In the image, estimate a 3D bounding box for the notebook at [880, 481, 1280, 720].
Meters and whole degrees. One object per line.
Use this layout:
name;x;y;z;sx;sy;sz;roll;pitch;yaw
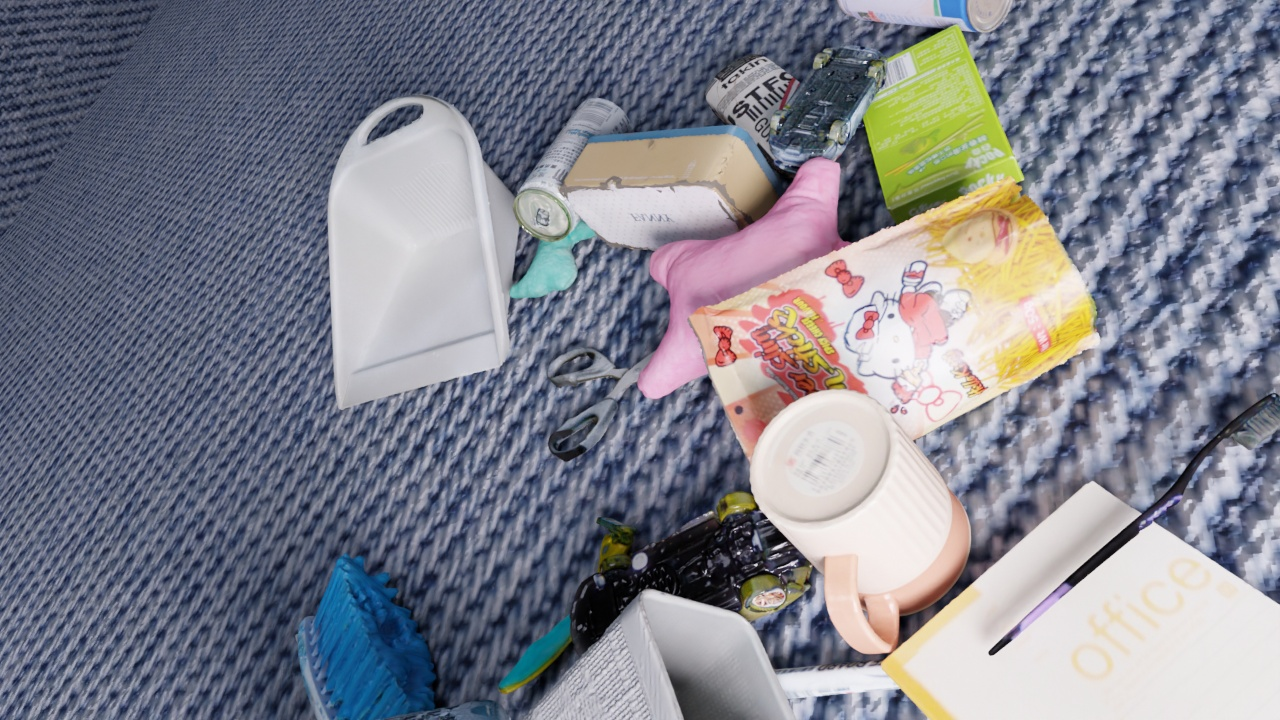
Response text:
notebook;0.222;0.152;0.379;0.145;0.010;0.206;-38;41;-7

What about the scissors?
scissors;-0.007;0.012;0.696;0.159;0.014;0.177;28;75;45

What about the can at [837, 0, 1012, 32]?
can;0.218;-0.290;0.716;0.053;0.053;0.135;-51;42;-6

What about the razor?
razor;-0.047;0.161;0.596;0.132;0.028;0.043;-54;19;-14

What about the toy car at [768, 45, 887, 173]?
toy car;0.137;-0.184;0.670;0.054;0.037;0.120;18;62;29

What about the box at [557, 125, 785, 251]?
box;0.026;-0.133;0.724;0.185;0.090;0.060;7;62;40

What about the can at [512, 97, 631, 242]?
can;-0.059;-0.173;0.825;0.058;0.058;0.146;-7;42;35

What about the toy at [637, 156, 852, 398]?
toy;0.077;-0.032;0.615;0.195;0.074;0.178;-29;57;19

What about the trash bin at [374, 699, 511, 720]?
trash bin;-0.140;0.270;0.444;0.195;0.227;0.226;-15;42;-11

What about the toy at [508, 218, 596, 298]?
toy;-0.070;-0.099;0.819;0.097;0.030;0.091;-9;55;25

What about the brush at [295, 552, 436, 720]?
brush;-0.172;0.267;0.603;0.109;0.060;0.314;-49;44;4

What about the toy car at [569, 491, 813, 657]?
toy car;0.028;0.134;0.546;0.158;0.042;0.070;-27;45;15

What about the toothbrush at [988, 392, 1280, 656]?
toothbrush;0.234;0.078;0.427;0.189;0.014;0.017;-39;56;-6

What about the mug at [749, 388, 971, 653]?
mug;0.112;0.087;0.467;0.082;0.106;0.114;-12;51;32

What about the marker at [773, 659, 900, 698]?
marker;0.116;0.162;0.472;0.146;0.017;0.016;-17;49;29

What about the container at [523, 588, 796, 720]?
container;0.006;0.193;0.471;0.114;0.090;0.090;-48;40;21

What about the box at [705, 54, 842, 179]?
box;0.105;-0.201;0.740;0.070;0.056;0.164;-28;44;-8

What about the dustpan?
dustpan;-0.228;-0.115;0.878;0.223;0.142;0.257;-14;49;31

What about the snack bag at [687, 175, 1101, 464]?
snack bag;0.143;-0.013;0.535;0.208;0.073;0.128;-26;87;13

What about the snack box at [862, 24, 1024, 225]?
snack box;0.206;-0.168;0.651;0.086;0.026;0.156;-23;46;24
